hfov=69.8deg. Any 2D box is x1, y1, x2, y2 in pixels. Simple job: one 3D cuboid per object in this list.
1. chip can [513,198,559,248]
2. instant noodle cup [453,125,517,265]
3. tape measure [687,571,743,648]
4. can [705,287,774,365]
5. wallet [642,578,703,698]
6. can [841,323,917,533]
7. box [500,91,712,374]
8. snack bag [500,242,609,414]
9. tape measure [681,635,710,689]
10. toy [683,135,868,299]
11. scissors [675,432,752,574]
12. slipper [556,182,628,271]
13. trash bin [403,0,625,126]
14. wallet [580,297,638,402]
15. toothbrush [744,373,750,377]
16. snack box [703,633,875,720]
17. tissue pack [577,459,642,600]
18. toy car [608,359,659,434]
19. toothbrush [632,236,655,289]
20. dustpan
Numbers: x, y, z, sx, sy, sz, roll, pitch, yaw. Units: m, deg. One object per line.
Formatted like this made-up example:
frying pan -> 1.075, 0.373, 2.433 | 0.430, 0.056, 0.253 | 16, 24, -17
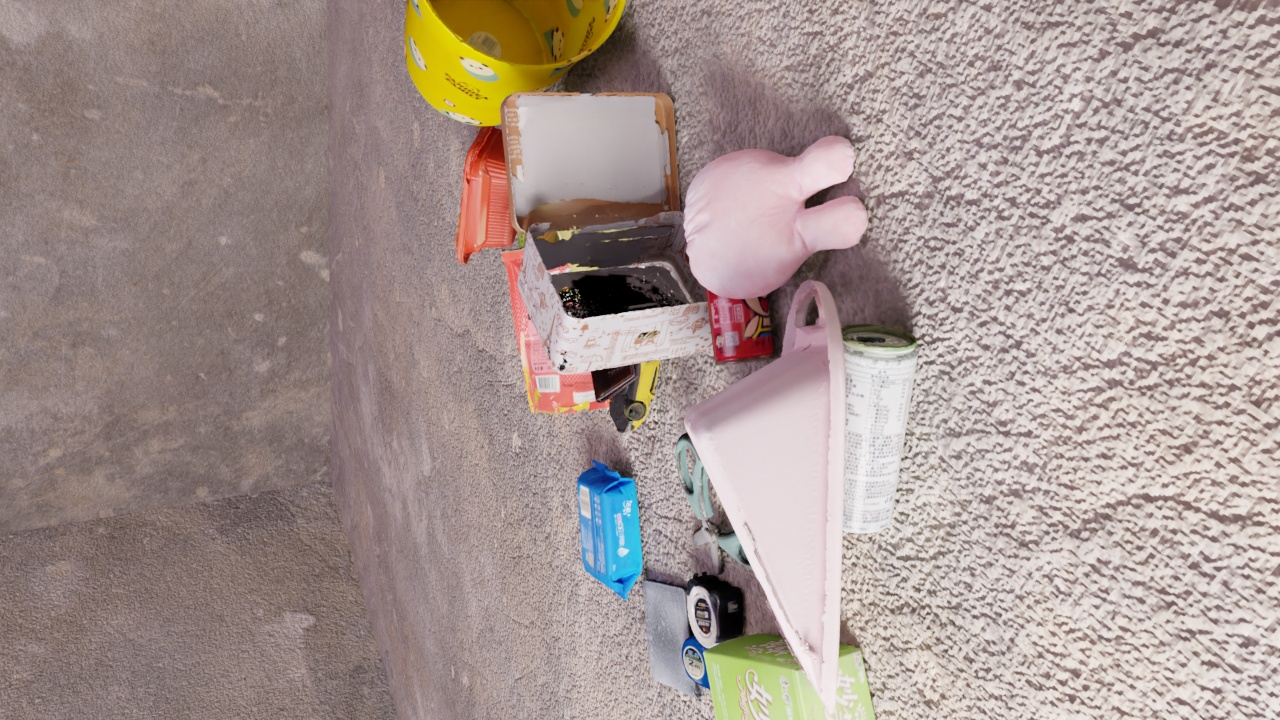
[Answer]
chip can -> -0.121, -0.130, 1.176 | 0.073, 0.072, 0.221 | -1, 95, 63
instant noodle cup -> -0.201, -0.231, 1.254 | 0.188, 0.079, 0.165 | -83, 4, -56
tape measure -> 0.075, 0.255, 0.927 | 0.066, 0.033, 0.066 | -166, 73, -64
can -> 0.084, -0.064, 0.808 | 0.053, 0.053, 0.132 | -6, 91, 63
wallet -> 0.036, 0.311, 1.038 | 0.097, 0.019, 0.121 | -12, 85, 61
can -> 0.164, 0.051, 0.672 | 0.058, 0.058, 0.147 | 34, 127, 56
box -> -0.030, -0.126, 0.882 | 0.124, 0.178, 0.273 | -40, 61, 61
snack bag -> -0.094, -0.039, 1.113 | 0.073, 0.129, 0.208 | -49, -47, -77
tape measure -> 0.068, 0.315, 0.965 | 0.058, 0.025, 0.054 | 2, 97, 54
toy -> 0.104, -0.114, 0.730 | 0.160, 0.054, 0.121 | -11, 85, 36
scissors -> 0.084, 0.157, 0.881 | 0.179, 0.019, 0.173 | 30, 137, 50
slipper -> -0.068, -0.175, 1.045 | 0.082, 0.091, 0.190 | -12, 89, 66
trash bin -> -0.163, -0.396, 1.045 | 0.256, 0.229, 0.229 | 165, 97, -69
wallet -> -0.036, -0.025, 1.007 | 0.097, 0.020, 0.122 | -38, 60, 59
toothbrush -> 0.122, 0.100, 0.821 | 0.017, 0.012, 0.185 | 126, 132, -68
snack box -> 0.137, 0.351, 0.789 | 0.158, 0.070, 0.210 | -24, 75, 63
tissue pack -> -0.036, 0.203, 1.114 | 0.095, 0.052, 0.157 | -169, 74, -64
toy car -> -0.006, 0.006, 1.014 | 0.071, 0.041, 0.156 | -138, 52, -57
toothbrush -> -0.006, -0.084, 1.020 | 0.021, 0.029, 0.190 | 29, 131, 15
dustpan -> 0.129, 0.089, 0.694 | 0.222, 0.139, 0.273 | -133, 17, -86
